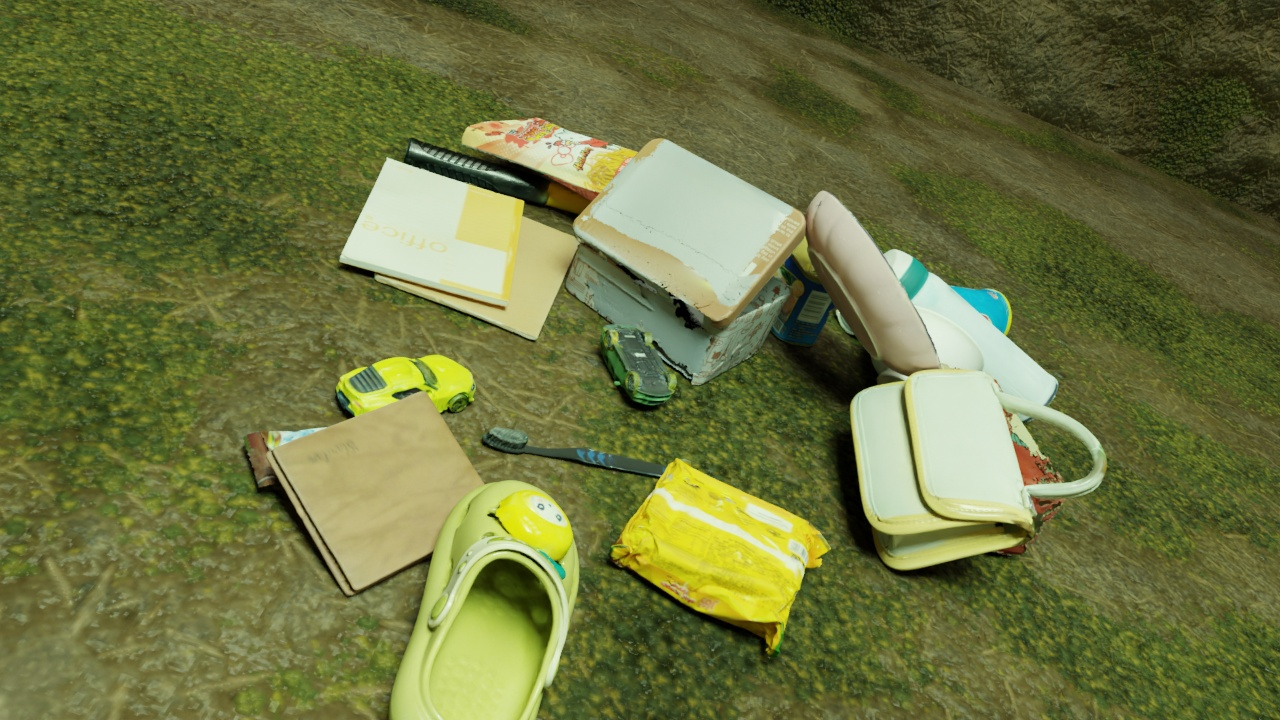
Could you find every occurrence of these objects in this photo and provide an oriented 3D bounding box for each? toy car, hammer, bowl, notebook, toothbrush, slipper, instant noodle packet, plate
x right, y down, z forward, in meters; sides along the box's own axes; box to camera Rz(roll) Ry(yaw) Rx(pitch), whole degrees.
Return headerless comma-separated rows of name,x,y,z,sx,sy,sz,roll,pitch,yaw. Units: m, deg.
toy car,-0.005,0.005,0.776,0.043,0.036,0.091,4,36,-31
hammer,-0.103,-0.182,0.991,0.300,0.033,0.128,14,33,-17
toy car,-0.164,0.017,0.656,0.105,0.032,0.048,-11,46,-46
bowl,0.274,0.005,0.920,0.118,0.118,0.064,32,70,12
notebook,-0.143,-0.097,0.862,0.148,0.008,0.207,21,31,-5
toothbrush,-0.025,0.073,0.682,0.189,0.016,0.014,13,41,-19
slipper,-0.069,0.132,0.495,0.091,0.082,0.190,35,33,-15
instant noodle packet,0.057,0.130,0.624,0.128,0.044,0.110,27,38,11
notebook,-0.185,-0.124,0.854,0.146,0.010,0.206,15,32,-12
plate,0.196,-0.060,0.818,0.192,0.039,0.192,57,6,-10

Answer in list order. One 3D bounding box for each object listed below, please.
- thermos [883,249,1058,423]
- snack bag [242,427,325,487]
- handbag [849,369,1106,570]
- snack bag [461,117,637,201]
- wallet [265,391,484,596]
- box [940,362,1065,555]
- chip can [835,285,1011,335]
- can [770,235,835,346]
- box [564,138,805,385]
thermos,0.331,-0.028,0.960,0.224,0.073,0.073,39,31,-7
snack bag,-0.193,0.056,0.582,0.104,0.026,0.048,-3,44,-38
handbag,0.258,0.070,0.717,0.063,0.179,0.163,58,26,-35
snack bag,-0.072,-0.214,0.981,0.208,0.073,0.128,27,32,17
wallet,-0.153,0.077,0.561,0.115,0.020,0.101,-23,73,-46
box,0.304,0.084,0.812,0.078,0.091,0.168,12,34,-14
chip can,0.328,-0.057,1.055,0.210,0.071,0.071,4,37,-29
can,0.165,-0.077,0.965,0.057,0.083,0.102,7,36,-25
box,0.042,-0.103,0.842,0.182,0.167,0.149,37,33,20
